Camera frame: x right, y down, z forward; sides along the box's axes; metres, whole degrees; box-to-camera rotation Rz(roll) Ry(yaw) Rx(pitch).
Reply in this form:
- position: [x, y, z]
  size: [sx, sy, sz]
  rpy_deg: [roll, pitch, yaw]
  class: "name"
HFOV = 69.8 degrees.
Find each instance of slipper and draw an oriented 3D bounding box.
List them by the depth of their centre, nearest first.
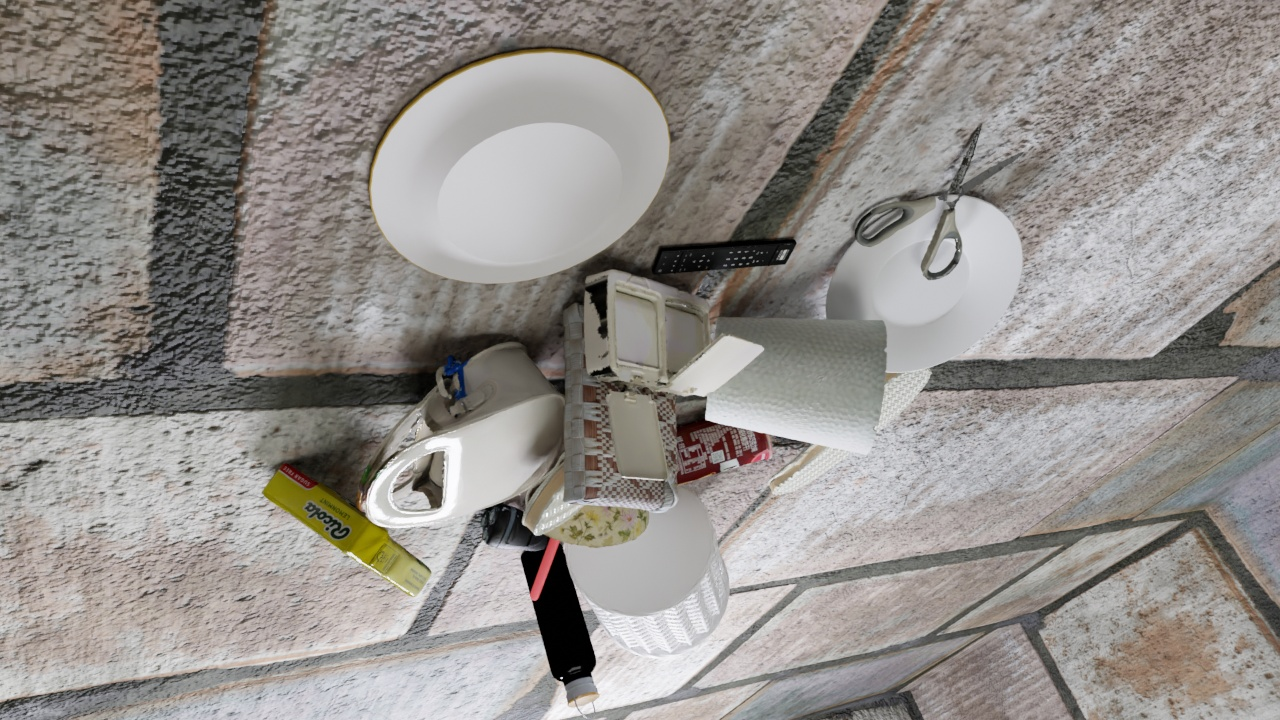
- position: [-0.048, 0.097, 0.940]
  size: [0.115, 0.052, 0.262]
  rpy_deg: [-58, 167, 26]
  class: "slipper"
- position: [0.259, 0.084, 1.180]
  size: [0.114, 0.054, 0.273]
  rpy_deg: [4, 136, -41]
  class: "slipper"

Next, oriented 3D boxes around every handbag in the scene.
- position: [-0.015, 0.044, 0.843]
  size: [0.124, 0.185, 0.047]
  rpy_deg: [12, 161, -41]
  class: "handbag"
- position: [-0.177, 0.077, 0.860]
  size: [0.199, 0.093, 0.201]
  rpy_deg: [-24, 153, -30]
  class: "handbag"

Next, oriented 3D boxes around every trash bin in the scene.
- position: [0.150, 0.017, 0.911]
  size: [0.161, 0.133, 0.133]
  rpy_deg: [7, 147, 6]
  class: "trash bin"

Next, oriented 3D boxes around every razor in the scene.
- position: [-0.146, 0.209, 1.141]
  size: [0.140, 0.064, 0.053]
  rpy_deg: [26, 83, -60]
  class: "razor"

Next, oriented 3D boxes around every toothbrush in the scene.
- position: [-0.108, 0.234, 1.154]
  size: [0.017, 0.012, 0.213]
  rpy_deg: [-33, 152, -47]
  class: "toothbrush"

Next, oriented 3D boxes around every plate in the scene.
- position: [-0.084, -0.129, 0.687]
  size: [0.229, 0.021, 0.230]
  rpy_deg: [-15, 148, -10]
  class: "plate"
- position: [0.289, -0.076, 0.941]
  size: [0.208, 0.015, 0.209]
  rpy_deg: [-6, 126, -8]
  class: "plate"

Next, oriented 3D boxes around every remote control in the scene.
- position: [0.078, -0.096, 0.844]
  size: [0.140, 0.009, 0.030]
  rpy_deg: [-7, 145, -22]
  class: "remote control"

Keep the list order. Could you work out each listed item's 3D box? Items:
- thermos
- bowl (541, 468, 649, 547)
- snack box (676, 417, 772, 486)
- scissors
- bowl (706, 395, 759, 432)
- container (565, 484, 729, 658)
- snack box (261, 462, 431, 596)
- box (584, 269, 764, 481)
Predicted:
- position: [-0.101, 0.358, 1.214]
  size: [0.061, 0.231, 0.061]
  rpy_deg: [-15, 148, -10]
  class: "thermos"
- position: [-0.057, 0.144, 1.037]
  size: [0.145, 0.145, 0.063]
  rpy_deg: [-4, 115, -25]
  class: "bowl"
- position: [0.087, 0.100, 1.087]
  size: [0.121, 0.072, 0.072]
  rpy_deg: [-17, 148, -7]
  class: "snack box"
- position: [0.280, -0.141, 0.868]
  size: [0.157, 0.012, 0.171]
  rpy_deg: [-13, 131, 1]
  class: "scissors"
- position: [0.135, 0.037, 1.017]
  size: [0.118, 0.074, 0.118]
  rpy_deg: [-15, 148, -10]
  class: "bowl"
- position: [0.013, 0.266, 1.186]
  size: [0.189, 0.189, 0.187]
  rpy_deg: [-20, 147, -2]
  class: "container"
- position: [-0.292, 0.178, 0.944]
  size: [0.045, 0.121, 0.181]
  rpy_deg: [-55, 155, -18]
  class: "snack box"
- position: [0.037, 0.013, 0.796]
  size: [0.099, 0.184, 0.143]
  rpy_deg: [-13, 165, 41]
  class: "box"
